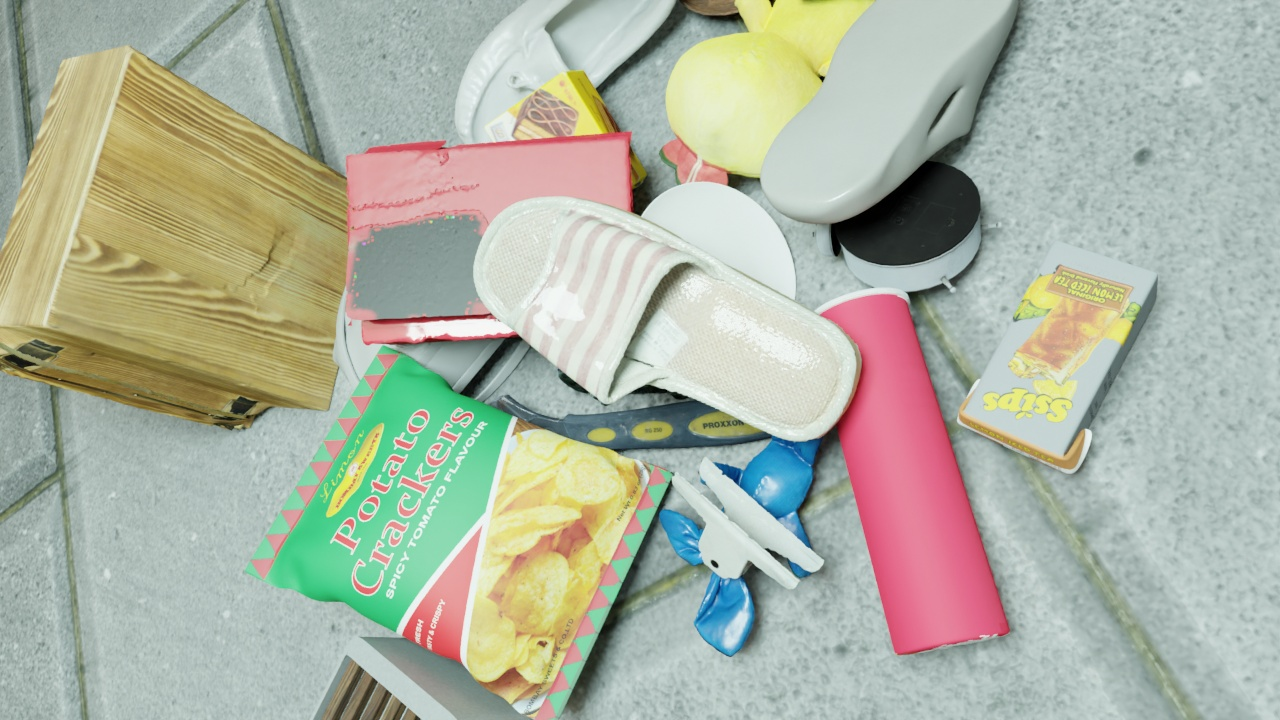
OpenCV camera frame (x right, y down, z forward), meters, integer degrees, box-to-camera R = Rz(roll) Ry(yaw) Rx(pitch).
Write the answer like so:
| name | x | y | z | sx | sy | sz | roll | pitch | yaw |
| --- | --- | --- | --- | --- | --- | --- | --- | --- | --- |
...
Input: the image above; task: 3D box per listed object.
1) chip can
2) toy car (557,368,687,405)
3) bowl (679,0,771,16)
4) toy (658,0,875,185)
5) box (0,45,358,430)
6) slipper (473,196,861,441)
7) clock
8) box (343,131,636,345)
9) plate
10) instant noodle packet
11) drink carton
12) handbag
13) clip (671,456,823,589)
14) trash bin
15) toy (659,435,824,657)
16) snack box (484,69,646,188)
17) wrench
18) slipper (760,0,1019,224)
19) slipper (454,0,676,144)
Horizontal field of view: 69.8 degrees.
| name | x | y | z | sx | sy | sz | roll | pitch | yaw |
| --- | --- | --- | --- | --- | --- | --- | --- | --- | --- |
| chip can | 0.165 | 0.067 | 0.580 | 0.069 | 0.069 | 0.220 | -20 | 67 | 22 |
| toy car | -0.004 | 0.004 | 0.702 | 0.120 | 0.056 | 0.043 | -4 | 66 | 24 |
| bowl | 0.086 | -0.328 | 0.770 | 0.114 | 0.026 | 0.102 | 6 | 77 | 30 |
| toy | 0.098 | -0.218 | 0.695 | 0.134 | 0.092 | 0.207 | 36 | 72 | 21 |
| box | -0.484 | -0.069 | 0.851 | 0.335 | 0.279 | 0.286 | 0 | 74 | 27 |
| slipper | 0.007 | -0.025 | 0.577 | 0.263 | 0.052 | 0.115 | 24 | 101 | 14 |
| clock | 0.174 | -0.094 | 0.631 | 0.123 | 0.035 | 0.094 | 25 | 68 | 38 |
| box | -0.105 | -0.093 | 0.730 | 0.214 | 0.153 | 0.164 | -4 | 86 | 3 |
| plate | 0.052 | -0.063 | 0.662 | 0.011 | 0.134 | 0.134 | 156 | 123 | -64 |
| instant noodle packet | -0.131 | 0.118 | 0.670 | 0.253 | 0.090 | 0.195 | 23 | 71 | 11 |
| drink carton | 0.257 | -0.001 | 0.563 | 0.076 | 0.048 | 0.125 | 28 | 89 | 32 |
| handbag | -0.194 | -0.065 | 0.826 | 0.216 | 0.095 | 0.222 | -50 | 46 | 4 |
| clip | 0.060 | 0.110 | 0.576 | 0.102 | 0.058 | 0.052 | 41 | 80 | 22 |
| trash bin | -0.182 | 0.328 | 0.657 | 0.114 | 0.114 | 0.229 | 25 | 87 | 32 |
| toy | 0.070 | 0.096 | 0.624 | 0.113 | 0.071 | 0.176 | 33 | 102 | 34 |
| snack box | -0.059 | -0.170 | 0.750 | 0.084 | 0.061 | 0.106 | -29 | 101 | 18 |
| wrench | -0.016 | 0.052 | 0.700 | 0.274 | 0.022 | 0.073 | -7 | 99 | 23 |
| slipper | 0.179 | -0.171 | 0.632 | 0.113 | 0.081 | 0.265 | 12 | 56 | 41 |
| slipper | -0.063 | -0.262 | 0.787 | 0.247 | 0.112 | 0.074 | -37 | 24 | 20 |
